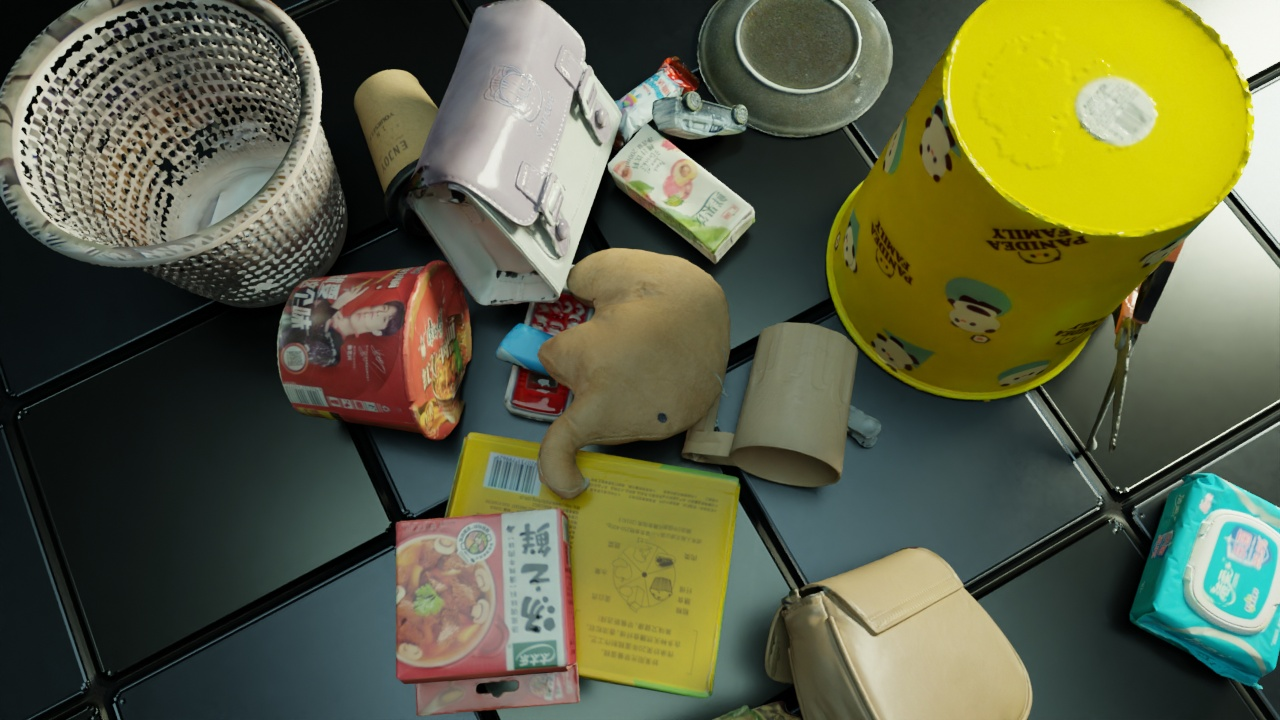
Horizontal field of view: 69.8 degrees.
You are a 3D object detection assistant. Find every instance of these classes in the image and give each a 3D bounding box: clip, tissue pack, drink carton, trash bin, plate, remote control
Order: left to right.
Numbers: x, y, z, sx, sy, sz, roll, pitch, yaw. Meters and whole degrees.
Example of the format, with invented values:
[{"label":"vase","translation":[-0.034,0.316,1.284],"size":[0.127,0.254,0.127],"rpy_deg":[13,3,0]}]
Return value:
[{"label":"trash bin","translation":[-0.329,-0.142,0.711],"size":[0.227,0.192,0.227],"rpy_deg":[0,72,1]},{"label":"remote control","translation":[-0.071,-0.017,0.757],"size":[0.056,0.020,0.135],"rpy_deg":[11,73,6]},{"label":"drink carton","translation":[0.035,-0.141,0.781],"size":[0.122,0.045,0.053],"rpy_deg":[41,87,15]},{"label":"plate","translation":[0.142,-0.288,0.838],"size":[0.179,0.024,0.179],"rpy_deg":[0,72,1]},{"label":"clip","translation":[0.166,0.046,0.733],"size":[0.056,0.026,0.024],"rpy_deg":[40,75,23]},{"label":"trash bin","translation":[0.271,-0.116,0.659],"size":[0.229,0.255,0.229],"rpy_deg":[0,72,1]},{"label":"tissue pack","translation":[0.426,0.160,0.674],"size":[0.093,0.050,0.133],"rpy_deg":[26,75,8]}]

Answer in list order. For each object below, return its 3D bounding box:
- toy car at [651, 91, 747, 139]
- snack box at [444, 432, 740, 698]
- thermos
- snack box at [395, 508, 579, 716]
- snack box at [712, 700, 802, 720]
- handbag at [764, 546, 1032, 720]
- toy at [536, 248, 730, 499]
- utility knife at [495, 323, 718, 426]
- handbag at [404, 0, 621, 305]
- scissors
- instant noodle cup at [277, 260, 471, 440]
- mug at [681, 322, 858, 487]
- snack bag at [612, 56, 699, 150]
[{"label":"toy car","translation":[0.052,-0.208,0.789],"size":[0.090,0.043,0.034],"rpy_deg":[1,92,-37]},{"label":"snack box","translation":[-0.041,0.151,0.677],"size":[0.210,0.070,0.157],"rpy_deg":[9,73,4]},{"label":"thermos","translation":[-0.190,-0.176,0.779],"size":[0.093,0.093,0.143],"rpy_deg":[-28,67,-8]},{"label":"snack box","translation":[-0.102,0.168,0.612],"size":[0.113,0.044,0.127],"rpy_deg":[-6,74,0]},{"label":"snack box","translation":[0.067,0.296,0.610],"size":[0.117,0.106,0.118],"rpy_deg":[-22,72,-4]},{"label":"handbag","translation":[0.167,0.207,0.602],"size":[0.100,0.204,0.147],"rpy_deg":[-40,66,32]},{"label":"toy","translation":[-0.004,0.004,0.685],"size":[0.143,0.083,0.225],"rpy_deg":[7,49,9]},{"label":"utility knife","translation":[-0.023,0.015,0.734],"size":[0.187,0.018,0.034],"rpy_deg":[20,69,-6]},{"label":"handbag","translation":[-0.094,-0.163,0.716],"size":[0.099,0.145,0.196],"rpy_deg":[-4,56,29]},{"label":"scissors","translation":[0.376,-0.035,0.697],"size":[0.015,0.189,0.226],"rpy_deg":[15,51,13]},{"label":"instant noodle cup","translation":[-0.203,-0.010,0.703],"size":[0.109,0.138,0.137],"rpy_deg":[2,72,8]},{"label":"mug","translation":[0.101,0.033,0.711],"size":[0.125,0.084,0.103],"rpy_deg":[4,65,26]},{"label":"snack bag","translation":[0.004,-0.231,0.822],"size":[0.105,0.026,0.045],"rpy_deg":[-40,79,-9]}]
